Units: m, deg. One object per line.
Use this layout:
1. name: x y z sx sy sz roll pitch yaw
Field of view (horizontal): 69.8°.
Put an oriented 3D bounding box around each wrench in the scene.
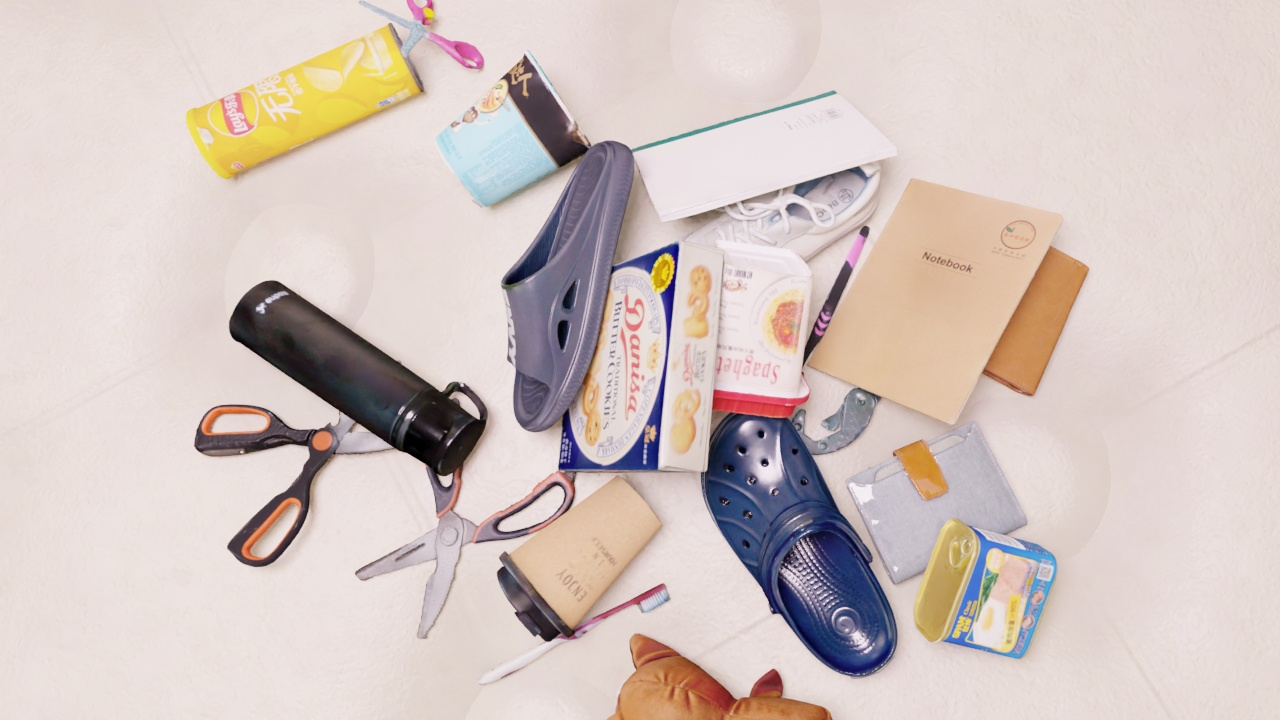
1. wrench: 0.239 -0.018 0.844 0.056 0.016 0.273 41 86 8

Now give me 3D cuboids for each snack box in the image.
1. snack box: -0.005 0.005 0.773 0.045 0.183 0.177 11 78 -29

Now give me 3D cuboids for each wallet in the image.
1. wallet: 0.259 0.123 0.810 0.129 0.037 0.106 -24 81 -1
2. wallet: 0.334 -0.048 0.829 0.108 0.031 0.131 26 84 -5

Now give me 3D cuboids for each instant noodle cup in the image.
1. instant noodle cup: 0.091 -0.030 0.783 0.116 0.116 0.124 8 113 -7
2. instant noodle cup: -0.121 -0.206 0.852 0.120 0.111 0.111 -34 81 5

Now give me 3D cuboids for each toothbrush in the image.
1. toothbrush: -0.059 0.248 0.820 0.187 0.016 0.017 -27 90 -2
2. toothbrush: 0.173 -0.045 0.846 0.014 0.018 0.189 28 79 -7

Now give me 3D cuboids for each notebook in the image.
1. notebook: 0.103 -0.190 0.830 0.209 0.012 0.150 -16 36 0
2. notebook: 0.258 -0.059 0.816 0.148 0.008 0.207 26 83 37

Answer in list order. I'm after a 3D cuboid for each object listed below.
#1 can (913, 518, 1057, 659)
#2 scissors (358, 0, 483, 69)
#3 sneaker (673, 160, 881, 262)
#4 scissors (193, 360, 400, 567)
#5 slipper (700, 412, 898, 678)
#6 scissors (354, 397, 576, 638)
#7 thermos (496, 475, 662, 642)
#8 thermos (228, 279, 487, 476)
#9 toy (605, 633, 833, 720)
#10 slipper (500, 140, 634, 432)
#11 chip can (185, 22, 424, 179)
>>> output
1. can: 0.290 0.194 0.772 0.083 0.057 0.102 16 97 -10
2. scissors: -0.206 -0.315 0.881 0.134 0.133 0.017 32 125 -23
3. sneaker: 0.113 -0.113 0.827 0.242 0.091 0.089 -30 80 -1
4. scissors: -0.311 0.089 0.851 0.221 0.022 0.231 15 73 10
5. slipper: 0.132 0.158 0.783 0.105 0.095 0.252 -29 84 1
6. scissors: -0.159 0.147 0.842 0.189 0.015 0.223 8 83 4
7. thermos: -0.053 0.170 0.798 0.143 0.093 0.093 -41 81 -11
8. thermos: -0.252 0.011 0.837 0.242 0.069 0.089 31 40 12
9. toy: 0.062 0.313 0.761 0.199 0.139 0.131 20 124 7
10. slipper: -0.082 -0.073 0.807 0.083 0.111 0.268 17 88 -27
11. chip can: -0.320 -0.249 0.884 0.213 0.072 0.072 -24 81 -2
